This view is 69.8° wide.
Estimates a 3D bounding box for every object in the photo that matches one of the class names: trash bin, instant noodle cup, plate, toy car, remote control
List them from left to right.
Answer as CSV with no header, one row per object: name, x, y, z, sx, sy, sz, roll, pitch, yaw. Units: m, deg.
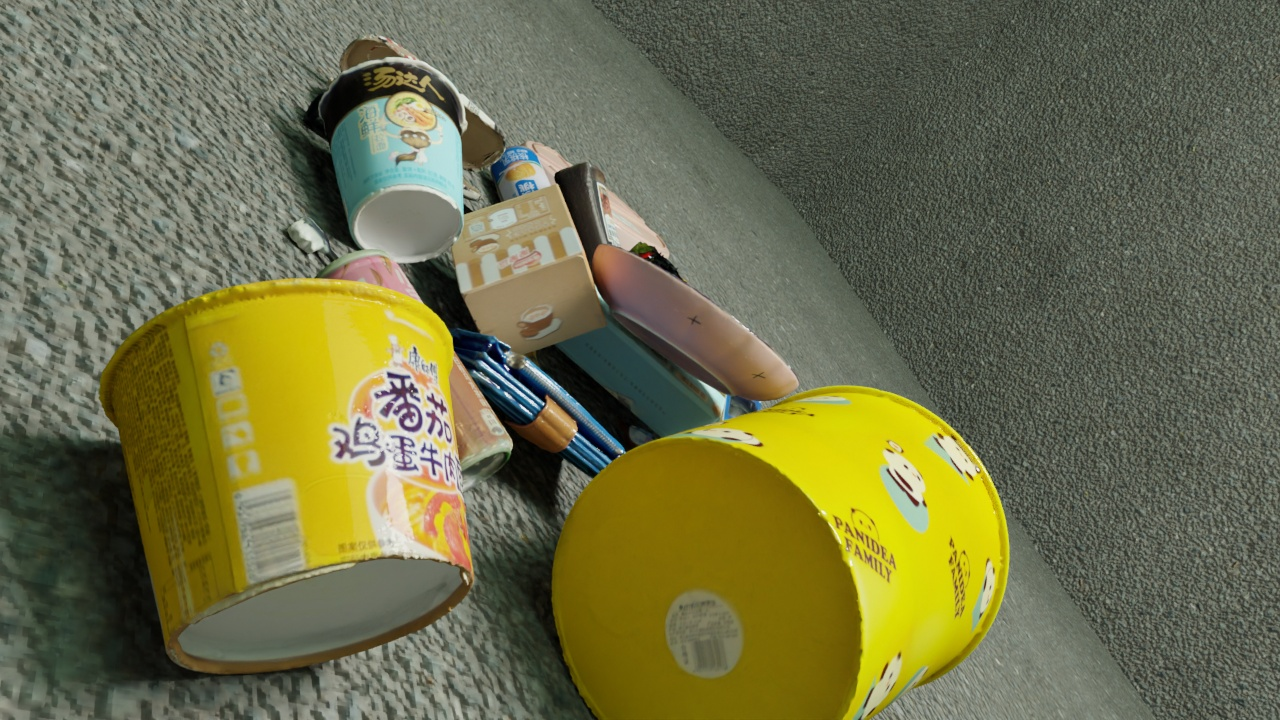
instant noodle cup,-0.130,0.051,0.360,0.138,0.138,0.109,23,40,-54
instant noodle cup,-0.174,-0.139,0.670,0.111,0.111,0.120,29,35,-47
plate,-0.053,-0.186,1.087,0.229,0.028,0.229,38,13,-11
toy car,-0.012,-0.072,0.957,0.071,0.041,0.155,47,45,5
plate,0.035,-0.021,0.728,0.192,0.039,0.192,35,-4,2
remote control,0.096,0.076,0.932,0.049,0.024,0.124,33,44,-20
trash bin,0.092,0.131,0.583,0.229,0.230,0.254,56,25,19

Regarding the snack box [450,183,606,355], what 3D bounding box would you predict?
snack box,-0.087,-0.066,0.700,0.077,0.093,0.094,74,-4,-45

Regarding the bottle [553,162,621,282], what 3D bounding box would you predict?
bottle,-0.033,-0.088,0.878,0.080,0.044,0.195,9,64,-78

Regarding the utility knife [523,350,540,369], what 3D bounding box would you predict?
utility knife,-0.096,-0.012,0.744,0.031,0.018,0.167,25,34,-40

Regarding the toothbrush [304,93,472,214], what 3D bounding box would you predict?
toothbrush,-0.187,-0.150,0.779,0.212,0.027,0.026,35,8,-40

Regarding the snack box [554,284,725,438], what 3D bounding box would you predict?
snack box,-0.005,0.005,0.812,0.175,0.052,0.074,41,13,-1

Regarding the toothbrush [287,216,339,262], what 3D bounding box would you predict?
toothbrush,-0.163,-0.023,0.600,0.181,0.016,0.018,47,25,-5

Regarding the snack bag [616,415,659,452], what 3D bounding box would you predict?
snack bag,0.018,0.085,0.790,0.105,0.026,0.045,34,27,-35

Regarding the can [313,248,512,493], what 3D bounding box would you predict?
can,-0.135,0.007,0.536,0.147,0.058,0.057,55,19,14

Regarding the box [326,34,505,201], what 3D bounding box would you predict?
box,-0.196,-0.199,0.798,0.162,0.076,0.087,35,46,-39

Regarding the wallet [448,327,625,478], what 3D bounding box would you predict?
wallet,-0.073,0.032,0.617,0.133,0.040,0.106,42,-11,-25

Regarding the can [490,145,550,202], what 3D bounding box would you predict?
can,-0.110,-0.157,0.921,0.053,0.053,0.134,30,27,-45
